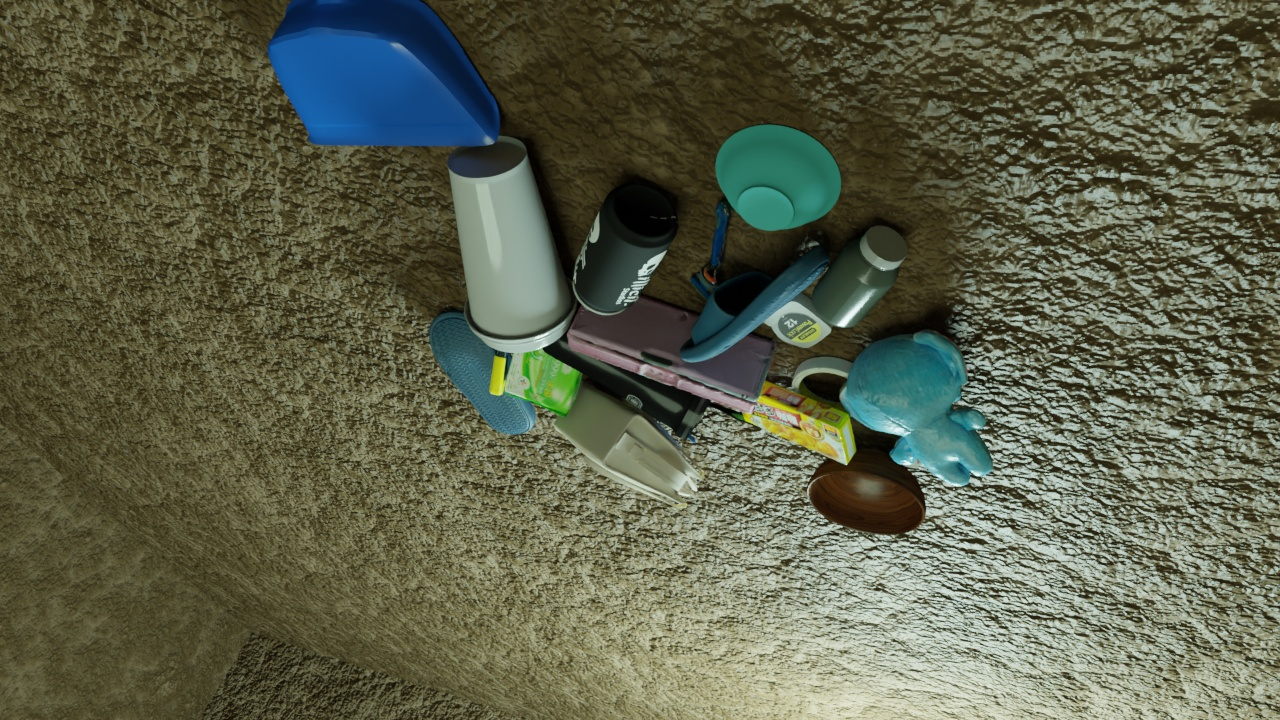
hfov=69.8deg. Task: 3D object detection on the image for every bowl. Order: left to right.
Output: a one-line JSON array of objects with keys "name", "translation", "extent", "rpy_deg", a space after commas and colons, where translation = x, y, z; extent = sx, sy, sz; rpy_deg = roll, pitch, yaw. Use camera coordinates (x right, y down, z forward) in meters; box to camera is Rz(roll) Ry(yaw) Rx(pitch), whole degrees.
[{"name": "bowl", "translation": [0.123, -0.157, 0.863], "extent": [0.121, 0.046, 0.121], "rpy_deg": [16, 145, 11]}, {"name": "bowl", "translation": [0.291, 0.155, 1.166], "extent": [0.147, 0.068, 0.147], "rpy_deg": [16, 146, 11]}]

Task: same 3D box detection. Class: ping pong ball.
[{"name": "ping pong ball", "translation": [0.327, 0.110, 1.109], "extent": [0.040, 0.040, 0.040], "rpy_deg": [16, 145, 11]}]

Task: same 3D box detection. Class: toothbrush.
[{"name": "toothbrush", "translation": [0.147, 0.079, 1.198], "extent": [0.188, 0.014, 0.017], "rpy_deg": [19, 159, 6]}]

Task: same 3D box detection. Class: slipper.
[{"name": "slipper", "translation": [-0.210, 0.015, 1.280], "extent": [0.104, 0.059, 0.214], "rpy_deg": [-14, 121, 27]}, {"name": "slipper", "translation": [0.114, -0.065, 0.963], "extent": [0.059, 0.103, 0.214], "rpy_deg": [54, 138, 2]}]

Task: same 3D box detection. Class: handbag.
[{"name": "handbag", "translation": [0.004, 0.129, 1.231], "extent": [0.198, 0.101, 0.195], "rpy_deg": [38, 174, -28]}]

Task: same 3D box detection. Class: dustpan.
[{"name": "dustpan", "translation": [-0.286, -0.316, 0.876], "extent": [0.246, 0.059, 0.258], "rpy_deg": [6, 152, 23]}]

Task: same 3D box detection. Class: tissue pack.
[{"name": "tissue pack", "translation": [-0.125, 0.009, 1.210], "extent": [0.099, 0.034, 0.114], "rpy_deg": [21, 120, 6]}]

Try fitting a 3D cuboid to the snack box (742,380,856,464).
[{"name": "snack box", "translation": [0.185, 0.069, 1.108], "extent": [0.152, 0.025, 0.075], "rpy_deg": [23, 152, 37]}]

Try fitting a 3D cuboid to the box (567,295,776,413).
[{"name": "box", "translation": [0.036, -0.020, 1.061], "extent": [0.233, 0.098, 0.041], "rpy_deg": [21, 154, 6]}]

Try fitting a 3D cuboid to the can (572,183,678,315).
[{"name": "can", "translation": [-0.019, -0.115, 0.972], "extent": [0.080, 0.080, 0.146], "rpy_deg": [27, 146, -5]}]

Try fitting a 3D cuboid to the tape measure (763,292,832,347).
[{"name": "tape measure", "translation": [0.174, -0.043, 1.013], "extent": [0.065, 0.016, 0.064], "rpy_deg": [33, 145, -14]}]

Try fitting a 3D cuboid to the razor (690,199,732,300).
[{"name": "razor", "translation": [0.080, -0.115, 0.969], "extent": [0.044, 0.018, 0.141], "rpy_deg": [51, 153, 26]}]

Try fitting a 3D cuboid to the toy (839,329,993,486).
[{"name": "toy", "translation": [0.307, 0.047, 0.981], "extent": [0.180, 0.114, 0.184], "rpy_deg": [47, 144, 3]}]

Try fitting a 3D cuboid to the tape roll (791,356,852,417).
[{"name": "tape roll", "translation": [0.227, 0.032, 1.082], "extent": [0.094, 0.019, 0.094], "rpy_deg": [16, 145, 11]}]

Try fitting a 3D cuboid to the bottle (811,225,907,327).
[{"name": "bottle", "translation": [0.215, -0.082, 0.900], "extent": [0.060, 0.060, 0.109], "rpy_deg": [25, 146, -2]}]

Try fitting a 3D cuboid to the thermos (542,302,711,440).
[{"name": "thermos", "translation": [-0.007, 0.007, 1.119], "extent": [0.218, 0.105, 0.106], "rpy_deg": [27, 146, 3]}]

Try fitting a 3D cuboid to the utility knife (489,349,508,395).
[{"name": "utility knife", "translation": [-0.175, -0.034, 1.180], "extent": [0.020, 0.028, 0.198], "rpy_deg": [11, 129, -3]}]

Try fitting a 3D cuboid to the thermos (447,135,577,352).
[{"name": "thermos", "translation": [-0.146, -0.126, 1.004], "extent": [0.132, 0.131, 0.222], "rpy_deg": [11, 136, 18]}]

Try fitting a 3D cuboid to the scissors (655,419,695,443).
[{"name": "scissors", "translation": [0.033, 0.071, 1.203], "extent": [0.125, 0.016, 0.125], "rpy_deg": [33, -175, 13]}]
